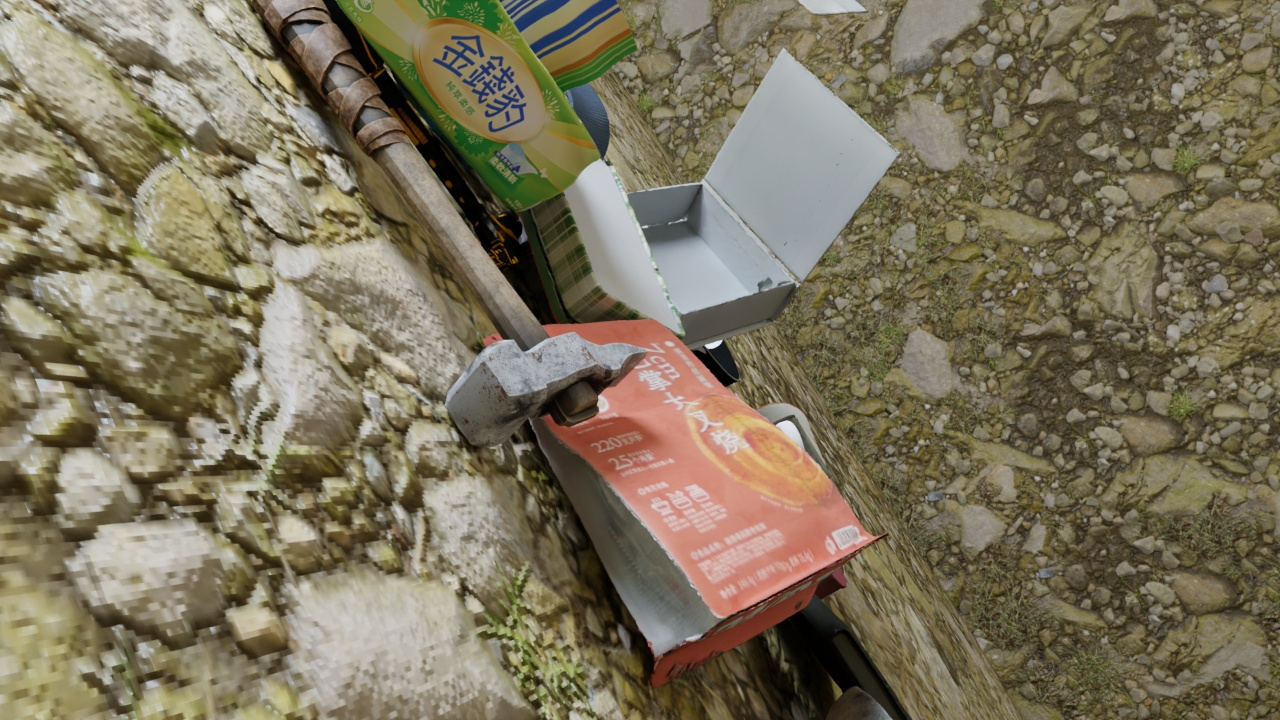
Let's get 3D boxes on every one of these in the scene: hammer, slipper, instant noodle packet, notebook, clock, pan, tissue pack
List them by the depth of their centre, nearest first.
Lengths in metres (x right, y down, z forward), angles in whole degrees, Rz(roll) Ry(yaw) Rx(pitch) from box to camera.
[{"bbox_3d":[-0.121,-0.094,0.512,0.318,0.049,0.121,53,35,12],"label":"hammer"},{"bbox_3d":[0.020,0.056,0.550,0.164,0.084,0.221,-10,56,-47],"label":"instant noodle packet"},{"bbox_3d":[-0.088,-0.217,0.596,0.198,0.141,0.120,50,6,-49],"label":"tissue pack"},{"bbox_3d":[-0.180,-0.193,0.616,0.320,0.036,0.123,55,13,-19],"label":"hammer"},{"bbox_3d":[0.155,0.231,0.714,0.169,0.029,0.209,56,-2,-12],"label":"notebook"},{"bbox_3d":[-0.005,0.005,0.796,0.300,0.028,0.111,48,14,-37],"label":"hammer"},{"bbox_3d":[-0.068,-0.212,0.859,0.101,0.082,0.264,59,-2,14],"label":"slipper"},{"bbox_3d":[0.161,0.192,0.906,0.096,0.048,0.137,60,13,15],"label":"clock"},{"bbox_3d":[0.056,-0.019,1.049,0.204,0.044,0.355,51,13,-24],"label":"pan"}]

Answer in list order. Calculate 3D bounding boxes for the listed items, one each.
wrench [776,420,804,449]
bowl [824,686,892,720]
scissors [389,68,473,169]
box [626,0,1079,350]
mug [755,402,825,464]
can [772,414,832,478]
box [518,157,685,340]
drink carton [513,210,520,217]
[{"bbox_3d":[0.096,0.094,0.732,0.274,0.018,0.066,97,-25,-72],"label":"wrench"},{"bbox_3d":[0.150,0.286,0.530,0.178,0.081,0.178,53,-6,8],"label":"bowl"},{"bbox_3d":[-0.150,-0.179,0.716,0.126,0.019,0.144,54,5,13],"label":"scissors"},{"bbox_3d":[0.183,-0.199,0.908,0.167,0.512,0.173,52,-1,24],"label":"box"},{"bbox_3d":[0.165,0.110,1.053,0.082,0.082,0.105,50,14,-27],"label":"mug"},{"bbox_3d":[0.136,0.109,0.923,0.074,0.090,0.089,60,13,13],"label":"can"},{"bbox_3d":[-0.043,-0.098,0.711,0.117,0.050,0.205,23,36,-50],"label":"box"},{"bbox_3d":[-0.095,-0.144,0.796,0.129,0.039,0.044,53,17,-17],"label":"drink carton"}]
